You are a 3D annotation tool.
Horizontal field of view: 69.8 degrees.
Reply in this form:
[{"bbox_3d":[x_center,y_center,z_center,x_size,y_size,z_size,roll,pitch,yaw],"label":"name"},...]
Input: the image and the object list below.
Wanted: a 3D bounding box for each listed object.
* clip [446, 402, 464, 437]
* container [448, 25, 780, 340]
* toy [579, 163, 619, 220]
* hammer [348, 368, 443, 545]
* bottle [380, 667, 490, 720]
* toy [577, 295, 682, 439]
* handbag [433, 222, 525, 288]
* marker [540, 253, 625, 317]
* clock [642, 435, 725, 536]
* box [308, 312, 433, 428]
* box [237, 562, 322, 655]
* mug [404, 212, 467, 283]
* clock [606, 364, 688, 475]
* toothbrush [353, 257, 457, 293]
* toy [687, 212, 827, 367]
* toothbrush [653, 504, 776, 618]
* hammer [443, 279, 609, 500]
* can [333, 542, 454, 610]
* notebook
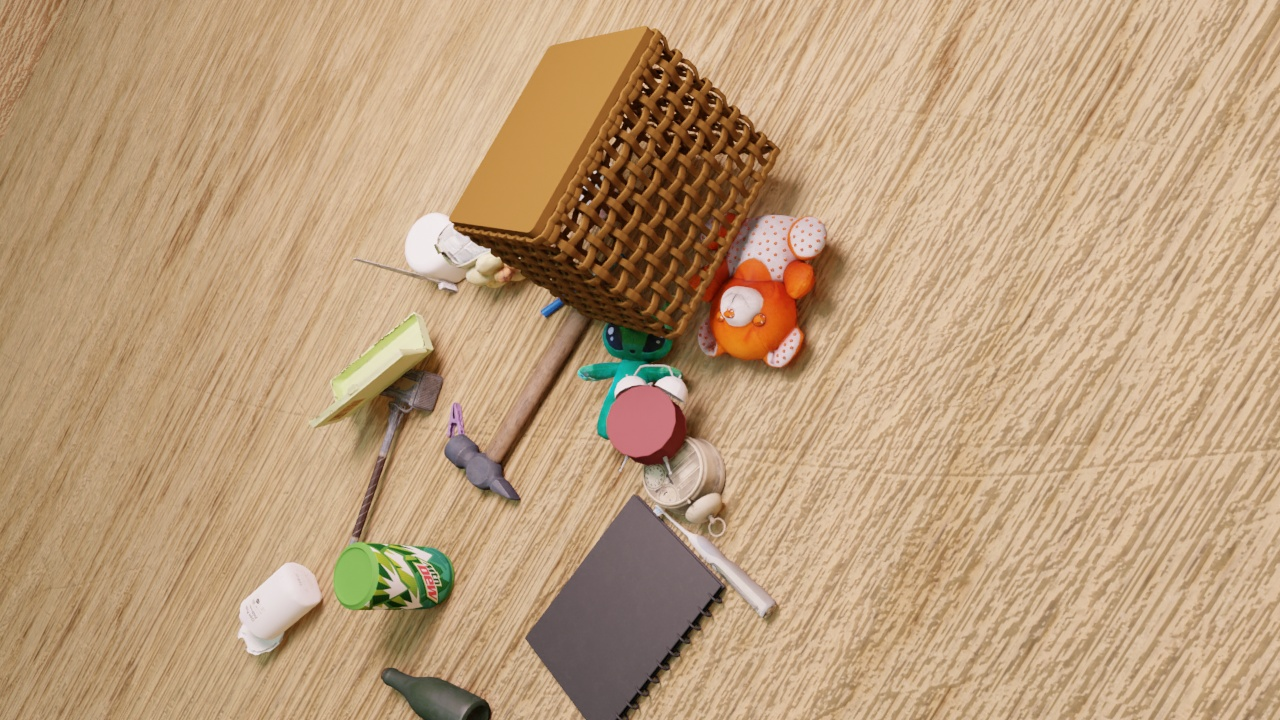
[{"bbox_3d":[-0.256,0.087,1.286,0.045,0.014,0.050,24,93,35],"label":"clip"},{"bbox_3d":[-0.033,-0.197,1.038,0.220,0.214,0.251,18,78,54],"label":"container"},{"bbox_3d":[-0.063,-0.235,1.233,0.076,0.037,0.125,-40,62,13],"label":"toy"},{"bbox_3d":[-0.380,0.162,1.325,0.099,0.044,0.322,15,86,35],"label":"hammer"},{"bbox_3d":[-0.272,0.432,1.178,0.174,0.055,0.055,10,83,35],"label":"bottle"},{"bbox_3d":[-0.007,0.007,1.116,0.131,0.072,0.193,6,76,15],"label":"toy"},{"bbox_3d":[-0.178,-0.178,1.250,0.172,0.112,0.123,-42,68,16],"label":"handbag"},{"bbox_3d":[-0.077,-0.101,1.221,0.142,0.013,0.013,-34,61,21],"label":"marker"},{"bbox_3d":[0.054,0.142,1.047,0.093,0.054,0.140,-44,56,14],"label":"clock"},{"bbox_3d":[-0.375,0.023,1.297,0.188,0.061,0.133,-36,22,18],"label":"box"},{"bbox_3d":[-0.542,0.372,1.356,0.160,0.091,0.081,-39,63,9],"label":"box"},{"bbox_3d":[-0.284,-0.170,1.338,0.116,0.068,0.094,-38,60,19],"label":"mug"},{"bbox_3d":[0.009,0.064,1.042,0.087,0.044,0.124,0,70,23],"label":"clock"},{"bbox_3d":[-0.324,-0.118,1.282,0.010,0.181,0.010,-29,66,29],"label":"toothbrush"},{"bbox_3d":[0.129,-0.084,1.037,0.164,0.092,0.172,9,83,34],"label":"toy"},{"bbox_3d":[0.079,0.218,1.030,0.024,0.022,0.185,-46,57,-8],"label":"toothbrush"},{"bbox_3d":[-0.134,0.031,1.210,0.129,0.040,0.322,35,96,30],"label":"hammer"},{"bbox_3d":[-0.318,0.281,1.192,0.083,0.144,0.083,-9,73,31],"label":"can"},{"bbox_3d":[-0.021,0.300,1.075,0.169,0.019,0.232,42,101,34],"label":"notebook"}]
